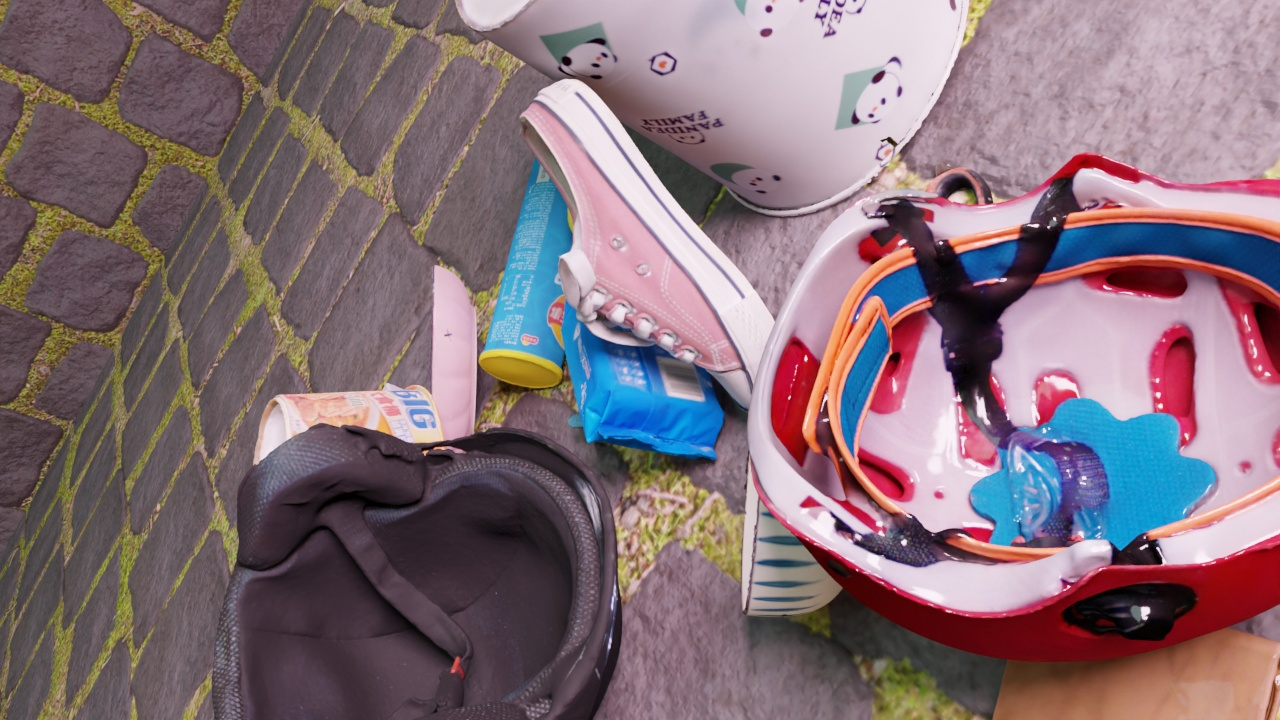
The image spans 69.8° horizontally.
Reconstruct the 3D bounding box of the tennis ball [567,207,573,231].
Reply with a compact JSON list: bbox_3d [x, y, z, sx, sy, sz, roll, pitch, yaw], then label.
[{"bbox_3d":[-0.028,-0.122,0.767,0.066,0.065,0.065,-28,49,37],"label":"tennis ball"}]

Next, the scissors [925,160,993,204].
[{"bbox_3d":[0.156,-0.019,0.528,0.189,0.015,0.224,-55,38,10],"label":"scissors"}]

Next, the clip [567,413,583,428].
[{"bbox_3d":[-0.026,0.048,0.699,0.055,0.037,0.013,-8,62,35],"label":"clip"}]

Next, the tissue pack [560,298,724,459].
[{"bbox_3d":[-0.004,0.004,0.637,0.052,0.095,0.157,-58,33,35],"label":"tissue pack"}]

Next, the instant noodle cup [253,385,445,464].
[{"bbox_3d":[-0.230,0.090,0.710,0.152,0.111,0.151,-14,73,55],"label":"instant noodle cup"}]

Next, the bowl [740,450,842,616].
[{"bbox_3d":[0.090,0.078,0.487,0.066,0.117,0.116,4,64,5],"label":"bowl"}]

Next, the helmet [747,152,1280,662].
[{"bbox_3d":[0.174,0.029,0.373,0.240,0.144,0.206,-5,47,26],"label":"helmet"}]

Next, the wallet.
[{"bbox_3d":[0.194,0.154,0.375,0.101,0.020,0.115,9,78,53],"label":"wallet"}]

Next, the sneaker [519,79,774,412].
[{"bbox_3d":[-0.002,-0.049,0.555,0.087,0.241,0.118,-41,14,-9],"label":"sneaker"}]

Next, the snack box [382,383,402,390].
[{"bbox_3d":[-0.253,0.096,0.935,0.085,0.027,0.157,-55,37,10],"label":"snack box"}]

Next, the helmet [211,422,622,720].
[{"bbox_3d":[-0.127,0.171,0.577,0.274,0.230,0.233,-28,55,-2],"label":"helmet"}]

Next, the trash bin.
[{"bbox_3d":[0.037,-0.240,0.580,0.230,0.251,0.229,-22,61,46],"label":"trash bin"}]

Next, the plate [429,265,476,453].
[{"bbox_3d":[-0.169,0.012,0.820,0.192,0.039,0.192,180,91,-77],"label":"plate"}]

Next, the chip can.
[{"bbox_3d":[-0.082,-0.085,0.805,0.071,0.071,0.209,-12,59,46],"label":"chip can"}]
